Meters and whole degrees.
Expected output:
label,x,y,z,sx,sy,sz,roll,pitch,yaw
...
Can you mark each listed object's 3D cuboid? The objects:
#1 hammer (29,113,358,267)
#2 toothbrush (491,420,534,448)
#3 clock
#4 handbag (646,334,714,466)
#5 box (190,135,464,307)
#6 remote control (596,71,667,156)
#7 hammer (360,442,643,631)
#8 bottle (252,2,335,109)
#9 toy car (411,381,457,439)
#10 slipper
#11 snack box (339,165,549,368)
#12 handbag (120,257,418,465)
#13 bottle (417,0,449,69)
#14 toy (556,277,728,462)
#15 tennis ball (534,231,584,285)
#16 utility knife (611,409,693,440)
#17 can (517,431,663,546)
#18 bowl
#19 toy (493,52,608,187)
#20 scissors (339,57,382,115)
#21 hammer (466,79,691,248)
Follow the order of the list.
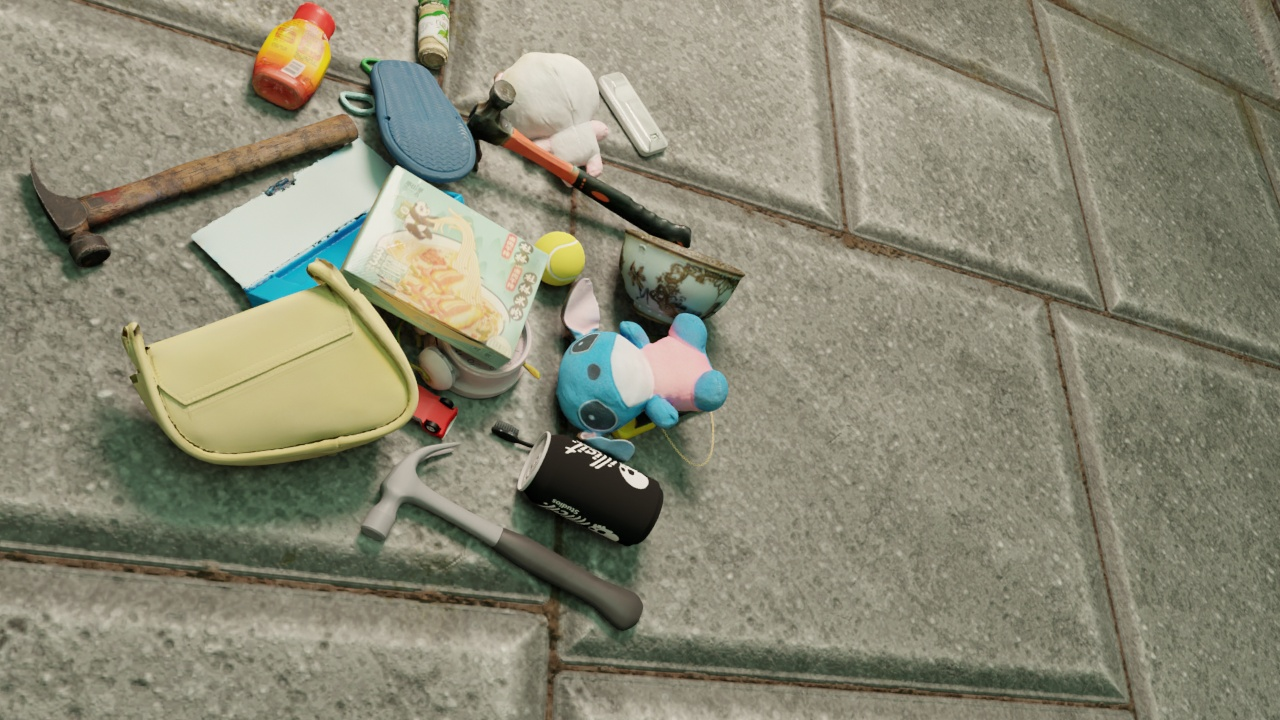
label,x,y,z,sx,sy,sz,roll,pitch,yaw
hammer,-0.459,-0.211,0.981,0.329,0.033,0.120,-31,83,-33
toothbrush,-0.082,0.109,1.046,0.188,0.014,0.017,24,50,-16
clock,-0.195,-0.021,1.020,0.157,0.059,0.116,1,67,-27
handbag,0.048,0.047,1.117,0.084,0.028,0.177,1,57,-25
box,-0.335,-0.139,1.012,0.175,0.060,0.242,32,52,18
remote control,-0.010,-0.351,1.298,0.050,0.022,0.133,-27,82,-34
hammer,-0.130,0.195,0.971,0.311,0.030,0.124,32,57,-12
bottle,-0.402,-0.361,1.078,0.071,0.049,0.134,23,58,-17
toy car,-0.240,0.046,0.984,0.089,0.025,0.038,32,56,-10
slipper,-0.268,-0.282,1.089,0.103,0.059,0.213,-8,55,-31
snack box,-0.205,-0.097,0.974,0.193,0.044,0.141,29,58,-22
handbag,-0.345,0.017,0.876,0.232,0.089,0.191,-23,100,-20
bottle,-0.269,-0.431,1.188,0.042,0.043,0.109,7,65,-25
toy,-0.006,0.006,1.065,0.191,0.099,0.223,-11,64,-6
tennis ball,-0.100,-0.123,1.115,0.065,0.065,0.065,12,62,-23
utility knife,0.036,0.060,1.130,0.174,0.020,0.028,-20,79,-35
can,-0.054,0.141,1.004,0.146,0.080,0.080,28,57,-14
bowl,0.039,-0.094,1.145,0.159,0.160,0.094,17,101,-21
toy,-0.106,-0.315,1.191,0.138,0.102,0.179,-26,98,-23
scissors,-0.311,-0.320,1.130,0.127,0.012,0.122,48,56,2
hammer,-0.069,-0.223,1.161,0.333,0.133,0.033,27,54,-25
